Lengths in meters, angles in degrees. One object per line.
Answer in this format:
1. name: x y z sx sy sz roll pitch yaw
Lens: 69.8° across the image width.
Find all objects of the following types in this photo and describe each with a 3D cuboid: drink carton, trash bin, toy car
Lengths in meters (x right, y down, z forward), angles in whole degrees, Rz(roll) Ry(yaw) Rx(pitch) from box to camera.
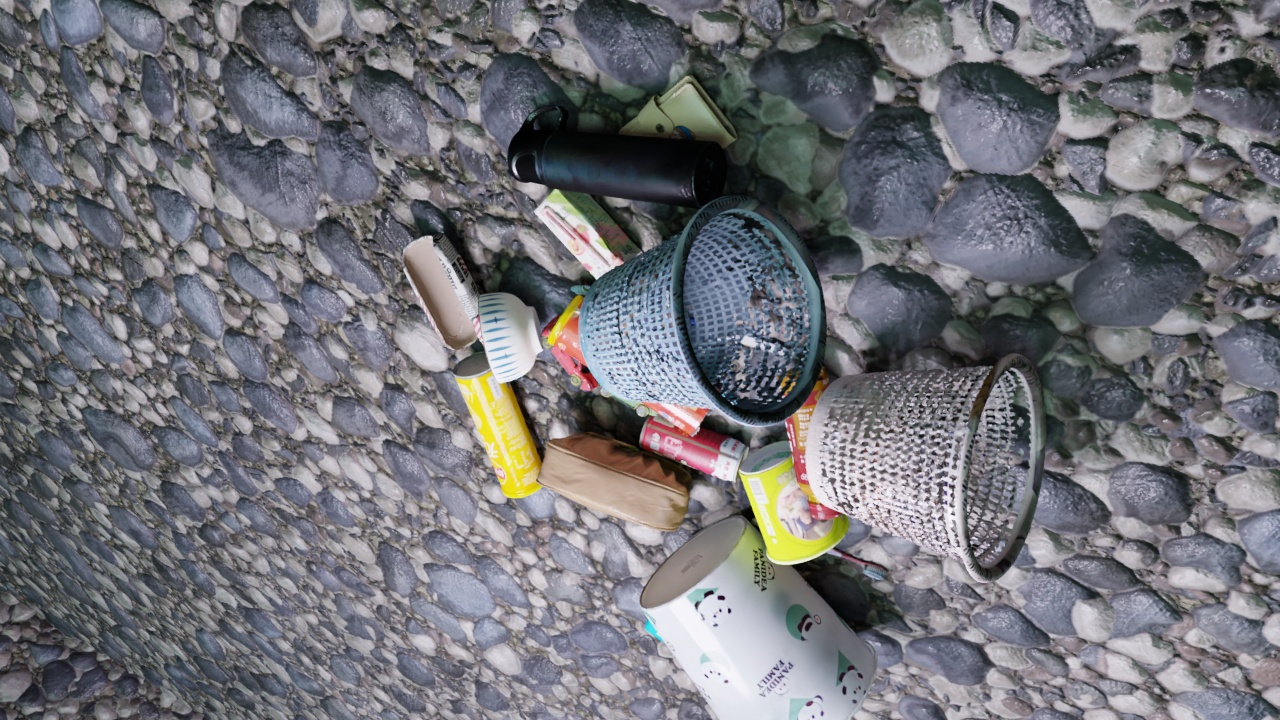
1. drink carton: -0.063 -0.150 1.069 0.122 0.045 0.054 47 133 -8
2. trash bin: 0.290 0.098 0.959 0.192 0.226 0.228 7 127 41
3. trash bin: 0.147 0.360 1.222 0.230 0.228 0.252 -34 97 41
4. toy car: -0.084 -0.009 1.184 0.031 0.049 0.106 -21 110 40
5. toy car: -0.011 0.039 1.181 0.091 0.043 0.036 24 116 1
6. trash bin: 0.049 -0.040 0.957 0.196 0.225 0.226 -8 119 47

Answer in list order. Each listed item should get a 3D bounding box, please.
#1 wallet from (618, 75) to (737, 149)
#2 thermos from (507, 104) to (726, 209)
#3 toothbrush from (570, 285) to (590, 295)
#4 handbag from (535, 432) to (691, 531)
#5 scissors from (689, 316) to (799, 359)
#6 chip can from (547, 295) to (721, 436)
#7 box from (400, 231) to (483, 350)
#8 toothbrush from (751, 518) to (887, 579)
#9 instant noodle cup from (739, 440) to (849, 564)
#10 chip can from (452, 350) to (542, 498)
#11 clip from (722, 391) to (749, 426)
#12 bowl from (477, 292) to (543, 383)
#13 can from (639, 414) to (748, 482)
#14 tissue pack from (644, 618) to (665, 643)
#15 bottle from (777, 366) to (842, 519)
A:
1. wallet: 0.034 -0.238 0.965 0.115 0.024 0.087 -29 103 43
2. thermos: -0.031 -0.217 0.967 0.243 0.068 0.090 14 109 30
3. toothbrush: 0.016 -0.085 1.085 0.225 0.027 0.026 1 82 29
4. handbag: -0.028 0.156 1.225 0.204 0.147 0.100 19 91 15
5. scissors: 0.107 -0.039 1.079 0.175 0.012 0.108 -3 122 29
6. chip can: -0.007 0.007 1.129 0.216 0.073 0.073 33 133 -2
7. box: -0.242 -0.088 1.198 0.088 0.076 0.163 11 129 54
8. toothbrush: 0.235 0.249 1.216 0.188 0.017 0.016 20 130 15
9. instant noodle cup: 0.183 0.169 1.133 0.112 0.111 0.123 -18 104 37
10. chip can: -0.198 0.094 1.307 0.072 0.071 0.213 0 123 29
11. clip: 0.119 0.062 1.145 0.056 0.013 0.039 35 133 1
12. bowl: -0.162 -0.034 1.177 0.066 0.116 0.116 -12 121 0
13. can: 0.069 0.110 1.182 0.133 0.053 0.053 20 130 16
14. tissue pack: 0.070 0.393 1.393 0.093 0.050 0.134 33 133 2
15. bottle: 0.201 0.095 1.060 0.058 0.057 0.175 -7 101 33
